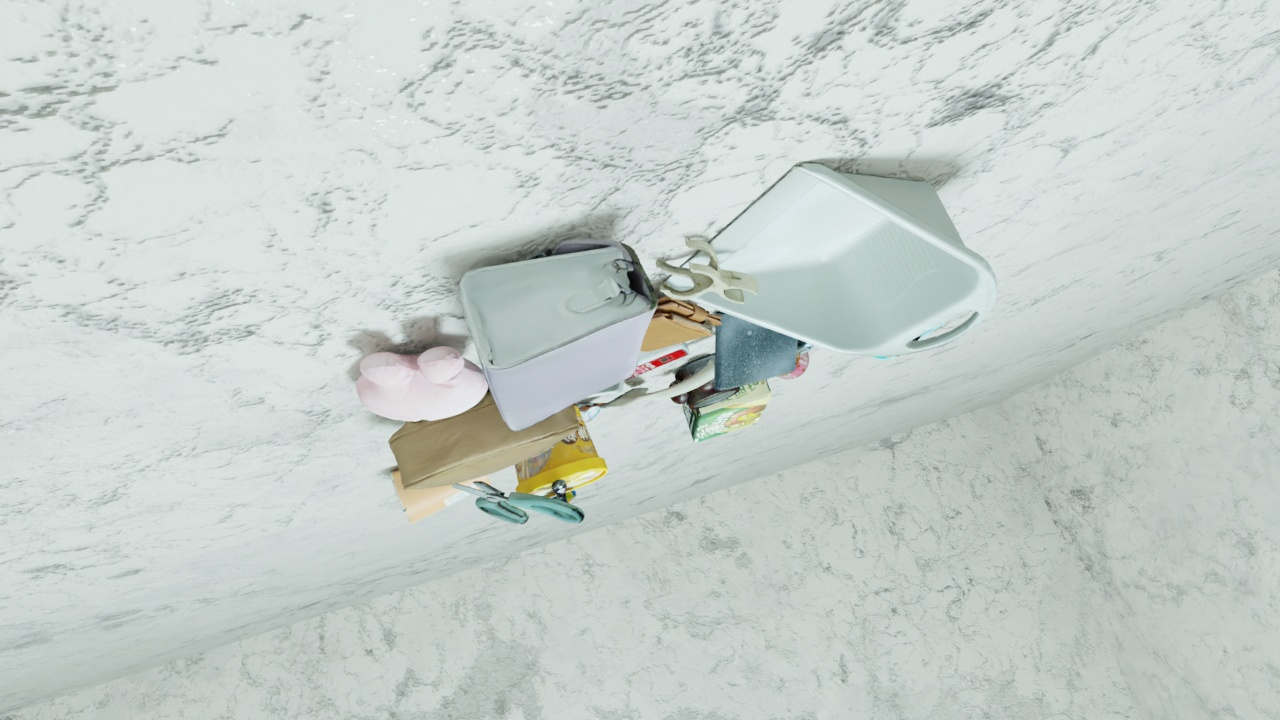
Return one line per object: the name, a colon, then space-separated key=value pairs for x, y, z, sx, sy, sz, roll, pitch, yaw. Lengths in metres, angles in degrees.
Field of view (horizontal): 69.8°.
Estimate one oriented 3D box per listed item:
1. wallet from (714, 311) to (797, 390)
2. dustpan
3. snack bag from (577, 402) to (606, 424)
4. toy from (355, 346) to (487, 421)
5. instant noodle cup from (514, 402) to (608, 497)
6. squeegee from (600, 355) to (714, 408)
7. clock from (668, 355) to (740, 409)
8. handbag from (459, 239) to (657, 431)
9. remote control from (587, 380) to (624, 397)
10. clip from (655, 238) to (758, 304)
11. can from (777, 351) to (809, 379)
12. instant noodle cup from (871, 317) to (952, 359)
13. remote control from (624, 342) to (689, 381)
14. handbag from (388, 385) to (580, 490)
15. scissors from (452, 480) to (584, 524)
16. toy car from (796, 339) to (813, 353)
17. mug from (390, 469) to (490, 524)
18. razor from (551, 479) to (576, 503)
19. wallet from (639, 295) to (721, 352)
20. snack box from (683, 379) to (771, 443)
wallet: x=0.139 y=-0.021 z=1.088 sx=0.120 sy=0.097 sz=0.019 roll=-13 pitch=-154 yaw=-28
dustpan: x=0.199 y=-0.070 z=0.868 sx=0.257 sy=0.142 sz=0.223 roll=-11 pitch=163 yaw=-35
snack bag: x=-0.085 y=0.079 z=1.279 sx=0.045 sy=0.026 sz=0.106 roll=-6 pitch=159 yaw=-32
toy: x=-0.201 y=0.019 z=0.841 sx=0.121 sy=0.054 sz=0.160 roll=-5 pitch=164 yaw=-11
instant noodle cup: x=-0.114 y=0.107 z=1.167 sx=0.118 sy=0.114 sz=0.118 roll=-18 pitch=165 yaw=-5
squeegee: x=0.085 y=0.003 z=1.136 sx=0.247 sy=0.039 sz=0.246 roll=-29 pitch=179 yaw=8
clock: x=0.085 y=0.030 z=1.256 sx=0.082 sy=0.055 sz=0.121 roll=-29 pitch=166 yaw=36
handbag: x=-0.068 y=-0.022 z=0.781 sx=0.145 sy=0.098 sz=0.197 roll=-15 pitch=164 yaw=-8
remote control: x=-0.082 y=0.013 z=0.922 sx=0.135 sy=0.056 sz=0.019 roll=-8 pitch=169 yaw=16
clip: x=0.069 y=-0.080 z=0.824 sx=0.104 sy=0.034 sz=0.089 roll=4 pitch=151 yaw=-18
can: x=0.184 y=-0.008 z=1.238 sx=0.058 sy=0.058 sz=0.147 roll=-24 pitch=165 yaw=20
instant noodle cup: x=0.324 y=-0.071 z=1.120 sx=0.120 sy=0.111 sz=0.111 roll=-20 pitch=169 yaw=-35
remote control: x=-0.007 y=0.007 z=1.123 sx=0.136 sy=0.020 sz=0.056 roll=-22 pitch=166 yaw=9
handbag: x=-0.174 y=0.077 z=1.027 sx=0.204 sy=0.099 sz=0.148 roll=-17 pitch=173 yaw=-7
scissors: x=-0.164 y=0.177 z=1.125 sx=0.174 sy=0.019 sz=0.177 roll=19 pitch=156 yaw=-26
toy car: x=0.208 y=-0.049 z=1.126 sx=0.036 sy=0.054 sz=0.121 roll=-13 pitch=164 yaw=-13
mug: x=-0.276 y=0.169 z=1.279 sx=0.122 sy=0.078 sz=0.078 roll=-21 pitch=166 yaw=-11
razor: x=-0.097 y=0.167 z=1.133 sx=0.042 sy=0.022 sz=0.143 roll=-19 pitch=165 yaw=-9
wallet: x=0.015 y=-0.036 z=0.953 sx=0.108 sy=0.031 sz=0.131 roll=-14 pitch=169 yaw=26
snack box: x=0.131 y=0.067 z=1.437 sx=0.114 sy=0.063 sz=0.240 roll=-17 pitch=166 yaw=-4
